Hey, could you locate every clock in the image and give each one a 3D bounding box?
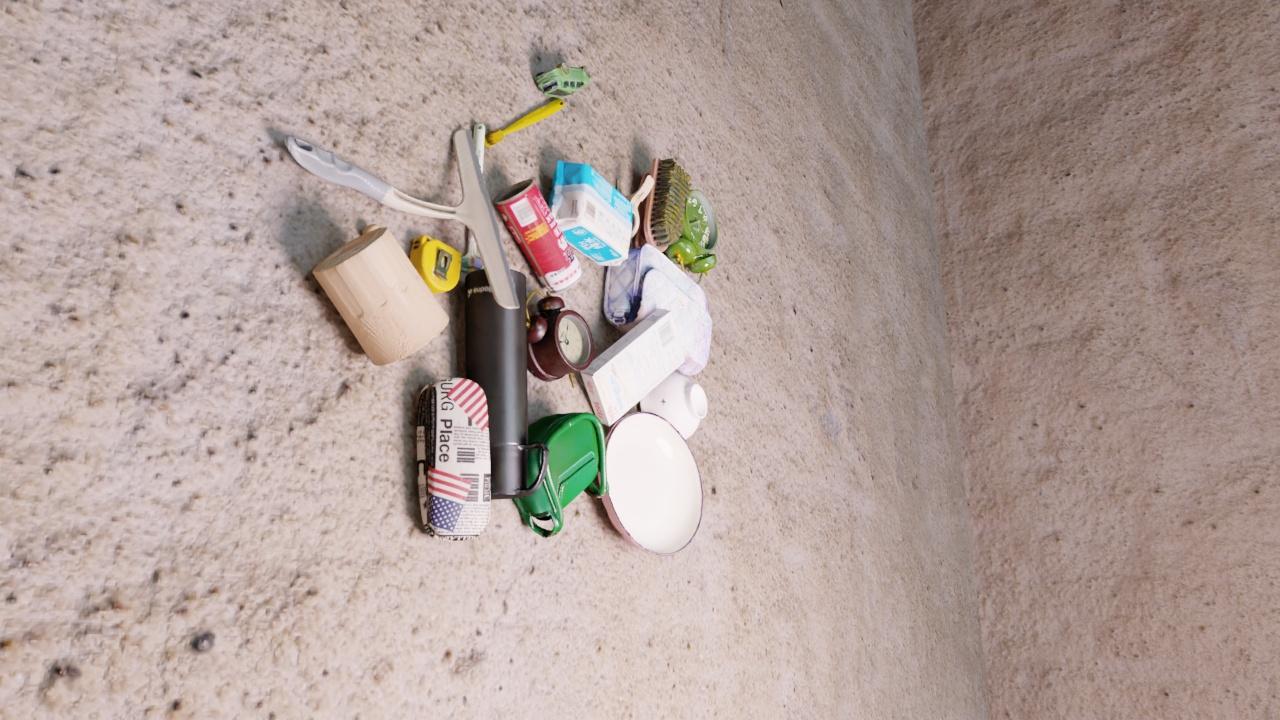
[{"bbox_3d":[0.075,-0.197,1.437,0.116,0.056,0.161,16,67,-54],"label":"clock"},{"bbox_3d":[-0.104,-0.029,1.094,0.122,0.055,0.081,60,36,-25],"label":"clock"}]

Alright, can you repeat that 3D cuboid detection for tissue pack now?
[{"bbox_3d":[-0.067,-0.189,1.199,0.140,0.063,0.089,32,55,-48],"label":"tissue pack"}]

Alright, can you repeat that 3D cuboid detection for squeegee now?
[{"bbox_3d":[-0.250,-0.170,0.921,0.246,0.039,0.246,14,50,-49],"label":"squeegee"}]

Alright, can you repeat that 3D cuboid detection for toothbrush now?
[{"bbox_3d":[-0.188,-0.189,1.047,0.020,0.029,0.189,115,-24,-69],"label":"toothbrush"},{"bbox_3d":[-0.142,-0.303,1.157,0.189,0.017,0.016,-49,122,-52],"label":"toothbrush"}]

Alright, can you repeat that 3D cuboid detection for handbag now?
[{"bbox_3d":[-0.091,0.125,1.055,0.131,0.068,0.120,-38,113,-56],"label":"handbag"},{"bbox_3d":[0.029,-0.073,1.305,0.193,0.076,0.134,33,56,-49],"label":"handbag"}]

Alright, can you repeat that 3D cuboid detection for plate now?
[{"bbox_3d":[0.008,0.164,1.210,0.192,0.039,0.192,24,56,-41],"label":"plate"}]

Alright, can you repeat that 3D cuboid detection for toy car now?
[{"bbox_3d":[-0.101,-0.372,1.221,0.091,0.043,0.036,-28,102,-56],"label":"toy car"}]

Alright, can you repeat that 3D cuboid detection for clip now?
[{"bbox_3d":[-0.015,-0.217,1.310,0.034,0.060,0.097,37,61,-47],"label":"clip"}]

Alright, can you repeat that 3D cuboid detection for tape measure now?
[{"bbox_3d":[-0.214,-0.100,0.966,0.060,0.029,0.057,28,58,-52],"label":"tape measure"}]

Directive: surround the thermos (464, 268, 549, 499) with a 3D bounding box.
[{"bbox_3d":[-0.143,0.025,0.984,0.068,0.090,0.242,33,51,-71],"label":"thermos"}]

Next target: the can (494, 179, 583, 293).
[{"bbox_3d":[-0.121,-0.148,1.107,0.133,0.053,0.053,61,36,-26],"label":"can"}]

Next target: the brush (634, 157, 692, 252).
[{"bbox_3d":[0.027,-0.223,1.355,0.063,0.073,0.145,35,57,-48],"label":"brush"}]

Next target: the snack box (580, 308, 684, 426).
[{"bbox_3d":[-0.007,0.007,1.201,0.156,0.027,0.085,-39,129,-31],"label":"snack box"}]

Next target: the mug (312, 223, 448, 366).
[{"bbox_3d":[-0.242,-0.069,0.874,0.103,0.084,0.124,61,11,-24],"label":"mug"}]

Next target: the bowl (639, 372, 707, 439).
[{"bbox_3d":[0.056,0.064,1.309,0.118,0.065,0.118,35,48,-51],"label":"bowl"}]

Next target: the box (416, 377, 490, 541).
[{"bbox_3d":[-0.182,0.097,0.909,0.074,0.077,0.163,12,73,-51],"label":"box"}]
